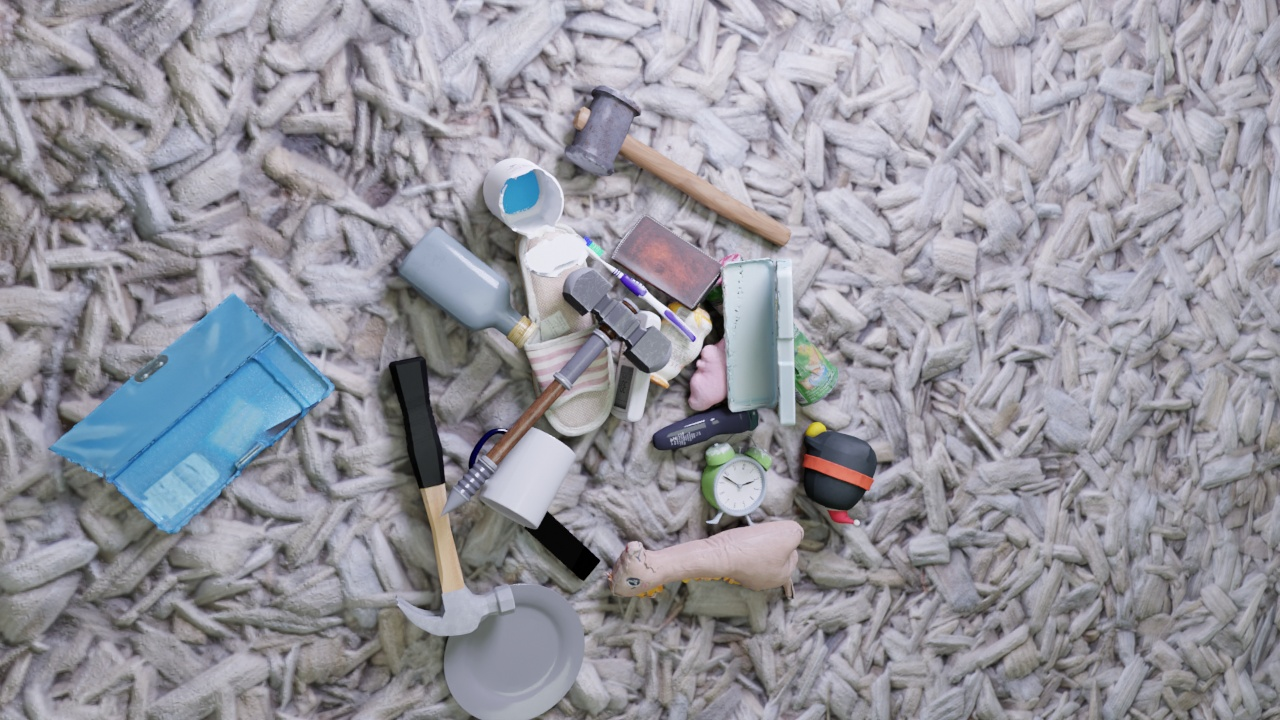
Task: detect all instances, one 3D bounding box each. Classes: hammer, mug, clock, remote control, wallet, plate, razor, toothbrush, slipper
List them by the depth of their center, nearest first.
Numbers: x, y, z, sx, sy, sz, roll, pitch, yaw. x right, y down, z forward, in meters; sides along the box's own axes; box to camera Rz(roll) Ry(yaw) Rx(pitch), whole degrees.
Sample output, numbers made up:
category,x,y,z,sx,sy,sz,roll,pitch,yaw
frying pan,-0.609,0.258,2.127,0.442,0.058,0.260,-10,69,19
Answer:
category,x,y,z,sx,sy,sz,roll,pitch,yaw
hammer,-0.114,0.052,1.043,0.156,0.043,0.321,43,77,-7
hammer,-0.240,0.160,1.069,0.131,0.039,0.328,-12,97,-16
mug,-0.146,0.128,1.078,0.112,0.079,0.096,34,70,-15
slipper,-0.091,-0.035,1.105,0.115,0.052,0.263,-14,100,-21
toothbrush,-0.002,-0.087,1.119,0.186,0.015,0.016,40,82,3
wallet,0.034,-0.120,1.127,0.123,0.019,0.072,35,82,12
remote control,-0.007,0.007,1.137,0.025,0.060,0.138,11,92,-26
plate,-0.156,0.364,1.143,0.178,0.012,0.178,-2,97,-21
remote control,-0.111,0.215,1.144,0.150,0.013,0.034,47,75,-19
hammer,0.059,-0.223,1.149,0.328,0.052,0.098,26,86,-25
razor,0.084,0.086,1.189,0.142,0.052,0.047,-17,111,-14
clock,0.125,0.156,1.214,0.094,0.042,0.119,10,92,-23

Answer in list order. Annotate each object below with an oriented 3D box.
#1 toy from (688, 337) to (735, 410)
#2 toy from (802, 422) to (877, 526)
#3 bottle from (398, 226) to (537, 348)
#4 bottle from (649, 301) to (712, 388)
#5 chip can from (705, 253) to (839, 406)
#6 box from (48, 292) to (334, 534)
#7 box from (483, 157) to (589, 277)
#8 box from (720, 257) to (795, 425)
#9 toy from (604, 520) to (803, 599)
category,x,y,z,sx,sy,sz,roll,pitch,yaw
toy,0.103,0.015,1.183,0.102,0.050,0.093,-27,123,-14
toy,0.264,0.154,1.236,0.097,0.100,0.119,23,86,-24
bottle,-0.190,-0.076,1.044,0.161,0.046,0.072,38,81,-5
bottle,0.043,-0.019,1.154,0.063,0.063,0.108,30,86,-21
chip can,0.170,-0.036,1.194,0.075,0.075,0.223,-48,109,-11
box,-0.463,0.053,0.966,0.231,0.066,0.173,-43,129,-12
box,-0.118,-0.162,1.028,0.084,0.160,0.119,-18,112,-13
box,0.142,-0.024,1.123,0.096,0.085,0.199,1,110,12
toy,0.089,0.282,1.202,0.264,0.065,0.196,-14,128,-9
